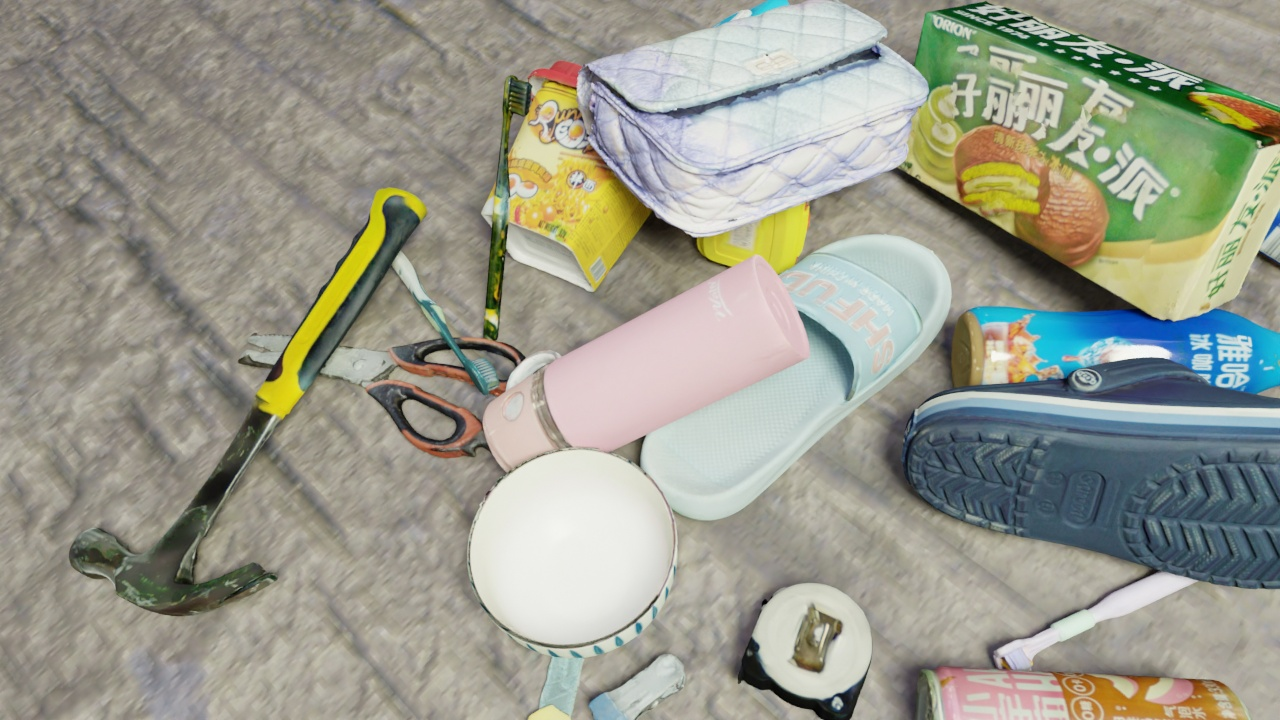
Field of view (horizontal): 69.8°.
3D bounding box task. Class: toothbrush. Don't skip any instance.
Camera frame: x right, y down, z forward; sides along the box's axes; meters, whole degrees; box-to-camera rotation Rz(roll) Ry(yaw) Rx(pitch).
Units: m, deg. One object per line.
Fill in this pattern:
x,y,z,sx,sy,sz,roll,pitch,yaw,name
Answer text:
-0.146,-0.038,0.652,0.018,0.016,0.191,-21,48,-24,toothbrush
0.281,0.129,0.507,0.189,0.029,0.021,-23,21,-8,toothbrush
-0.089,-0.093,0.605,0.017,0.186,0.012,18,31,11,toothbrush

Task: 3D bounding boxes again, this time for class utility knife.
-0.057,0.236,0.484,0.031,0.021,0.197,8,61,7,utility knife

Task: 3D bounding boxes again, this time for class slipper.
0.277,0.052,0.504,0.253,0.105,0.095,2,41,23,slipper
0.095,-0.003,0.579,0.245,0.074,0.104,-43,62,-16,slipper

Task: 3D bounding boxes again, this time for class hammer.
-0.235,0.017,0.616,0.126,0.032,0.322,19,68,19,hammer

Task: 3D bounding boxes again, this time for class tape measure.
0.093,0.157,0.505,0.066,0.034,0.065,18,63,16,tape measure

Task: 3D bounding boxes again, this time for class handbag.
0.074,-0.160,0.570,0.193,0.076,0.134,-24,54,-24,handbag

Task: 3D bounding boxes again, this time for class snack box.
0.271,-0.134,0.578,0.063,0.115,0.240,-18,43,-24,snack box
0.083,-0.117,0.643,0.082,0.091,0.079,16,55,13,snack box

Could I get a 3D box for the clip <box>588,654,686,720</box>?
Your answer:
0.000,0.185,0.508,0.058,0.041,0.026,-29,57,-16,clip

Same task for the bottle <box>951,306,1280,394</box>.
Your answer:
0.307,-0.002,0.555,0.219,0.065,0.065,0,59,7,bottle

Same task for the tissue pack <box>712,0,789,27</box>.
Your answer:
0.059,-0.213,0.695,0.139,0.063,0.090,-46,22,-19,tissue pack

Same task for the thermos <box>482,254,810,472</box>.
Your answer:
-0.003,0.003,0.551,0.199,0.067,0.087,-27,48,24,thermos

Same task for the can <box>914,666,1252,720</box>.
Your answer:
0.217,0.186,0.457,0.147,0.058,0.057,1,59,7,can

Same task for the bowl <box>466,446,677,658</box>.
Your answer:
-0.035,0.115,0.526,0.116,0.066,0.116,-3,57,5,bowl

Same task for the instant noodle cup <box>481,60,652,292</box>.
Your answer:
-0.043,-0.127,0.657,0.116,0.116,0.123,24,76,19,instant noodle cup

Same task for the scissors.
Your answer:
-0.183,0.018,0.635,0.205,0.015,0.197,-24,59,-7,scissors

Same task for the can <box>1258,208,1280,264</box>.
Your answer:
0.462,-0.094,0.599,0.102,0.057,0.083,-39,64,-16,can
